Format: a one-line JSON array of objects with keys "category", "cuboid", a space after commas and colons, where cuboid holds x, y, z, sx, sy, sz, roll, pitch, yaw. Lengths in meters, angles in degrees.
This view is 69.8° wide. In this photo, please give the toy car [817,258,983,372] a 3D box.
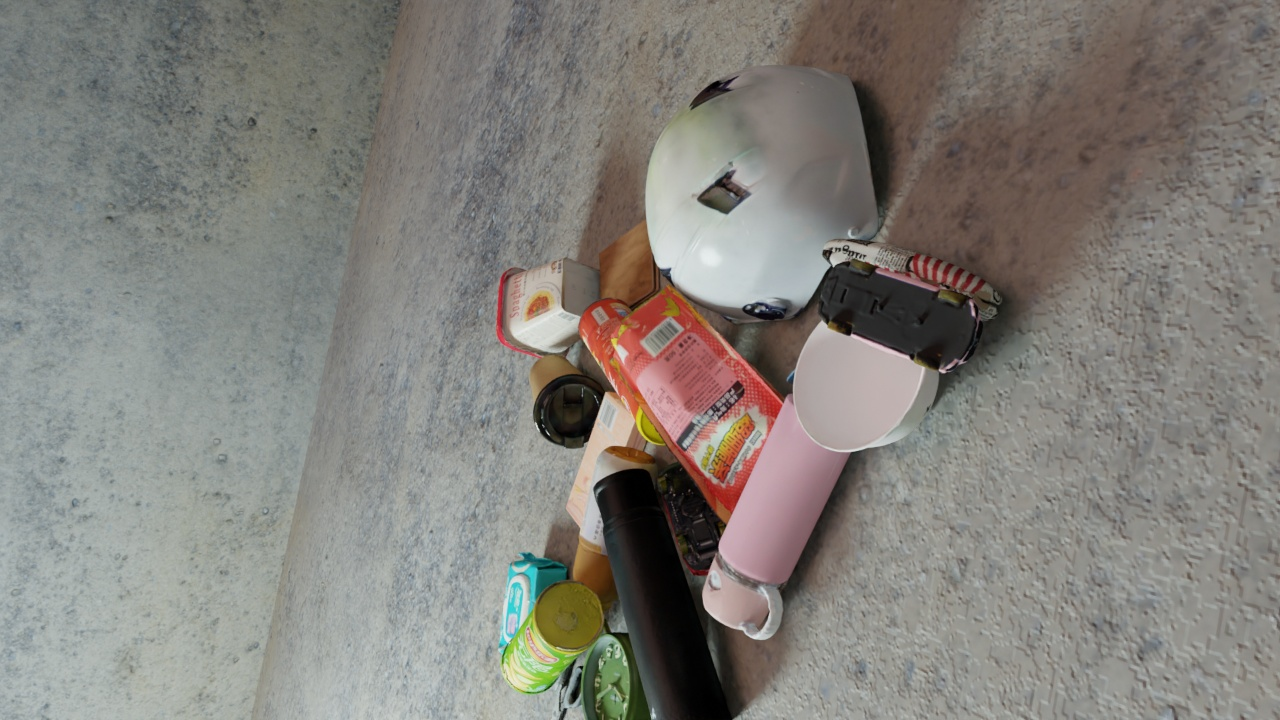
[{"category": "toy car", "cuboid": [0.175, -0.031, 0.622, 0.122, 0.037, 0.056, 28, 105, 43]}]

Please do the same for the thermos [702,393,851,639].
[{"category": "thermos", "cuboid": [0.115, 0.132, 0.751, 0.199, 0.067, 0.087, -68, 29, 15]}]

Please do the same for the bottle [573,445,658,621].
[{"category": "bottle", "cuboid": [-0.031, 0.189, 0.985, 0.068, 0.068, 0.189, 26, 105, 60]}]

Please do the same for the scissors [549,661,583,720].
[{"category": "scissors", "cuboid": [-0.096, 0.411, 1.069, 0.163, 0.014, 0.164, -34, 50, 52]}]

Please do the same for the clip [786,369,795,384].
[{"category": "clip", "cuboid": [0.151, 0.003, 0.784, 0.058, 0.026, 0.038, -61, 26, 21]}]

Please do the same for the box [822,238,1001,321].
[{"category": "box", "cuboid": [0.197, -0.060, 0.685, 0.051, 0.068, 0.164, -55, 29, 2]}]

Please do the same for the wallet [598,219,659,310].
[{"category": "wallet", "cuboid": [-0.015, -0.108, 1.123, 0.116, 0.020, 0.101, -32, 54, 49]}]

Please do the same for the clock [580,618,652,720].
[{"category": "clock", "cuboid": [-0.013, 0.341, 0.908, 0.116, 0.056, 0.161, -20, 62, 58]}]

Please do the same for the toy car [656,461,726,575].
[{"category": "toy car", "cuboid": [0.052, 0.149, 0.870, 0.045, 0.053, 0.120, 76, 178, -51]}]

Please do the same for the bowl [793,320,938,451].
[{"category": "bowl", "cuboid": [0.179, 0.017, 0.680, 0.119, 0.064, 0.118, -28, 53, 44]}]

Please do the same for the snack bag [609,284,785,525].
[{"category": "snack bag", "cuboid": [0.058, 0.037, 0.847, 0.208, 0.073, 0.129, 49, 118, 22]}]

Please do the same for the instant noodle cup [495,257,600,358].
[{"category": "instant noodle cup", "cuboid": [-0.111, -0.071, 1.194, 0.124, 0.116, 0.116, -19, 62, 43]}]

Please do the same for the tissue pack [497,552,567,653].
[{"category": "tissue pack", "cuboid": [-0.134, 0.306, 1.139, 0.093, 0.050, 0.133, -16, 65, 59]}]

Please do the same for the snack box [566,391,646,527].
[{"category": "snack box", "cuboid": [-0.038, 0.123, 1.065, 0.084, 0.026, 0.157, 39, 113, 58]}]

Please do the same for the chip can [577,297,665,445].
[{"category": "chip can", "cuboid": [-0.006, 0.006, 1.007, 0.073, 0.073, 0.216, -66, 32, 20]}]

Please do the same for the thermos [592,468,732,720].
[{"category": "thermos", "cuboid": [0.018, 0.226, 0.861, 0.068, 0.090, 0.242, -20, 62, 5]}]

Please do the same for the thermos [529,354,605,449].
[{"category": "thermos", "cuboid": [-0.097, 0.045, 1.143, 0.093, 0.093, 0.143, -70, 22, 13]}]

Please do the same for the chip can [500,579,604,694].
[{"category": "chip can", "cuboid": [-0.099, 0.301, 0.980, 0.222, 0.072, 0.072, 119, 150, -55]}]

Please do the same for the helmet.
[{"category": "helmet", "cuboid": [0.083, -0.155, 0.838, 0.259, 0.145, 0.228, -34, 50, 51]}]
